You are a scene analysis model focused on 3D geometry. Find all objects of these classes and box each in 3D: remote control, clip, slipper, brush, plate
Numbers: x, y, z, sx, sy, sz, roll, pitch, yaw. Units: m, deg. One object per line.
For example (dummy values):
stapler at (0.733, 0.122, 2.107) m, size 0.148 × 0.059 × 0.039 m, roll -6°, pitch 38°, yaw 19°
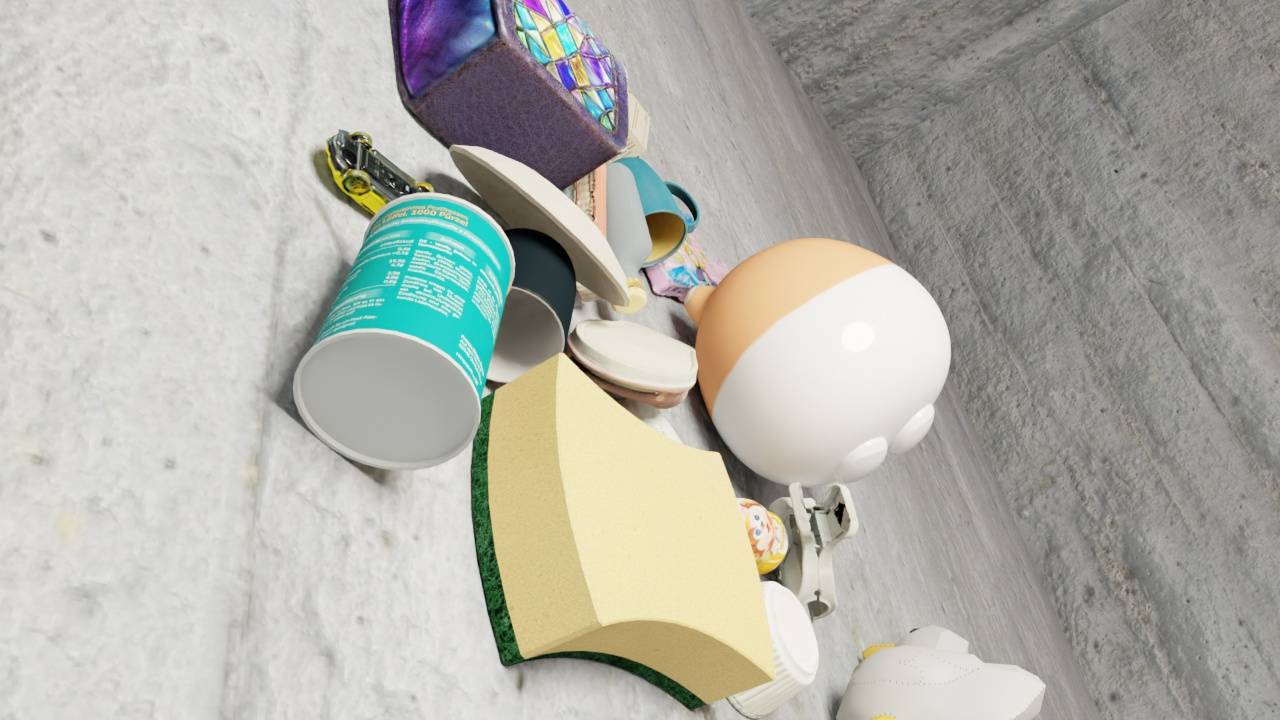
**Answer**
remote control at (0.016, 0.080, 0.832) m, size 0.114 × 0.028 × 0.060 m, roll 54°, pitch 23°, yaw -9°
clip at (0.168, 0.183, 0.912) m, size 0.081 × 0.148 × 0.124 m, roll 5°, pitch 44°, yaw -14°
slipper at (-0.005, 0.005, 0.799) m, size 0.114 × 0.054 × 0.274 m, roll 24°, pitch 8°, yaw 7°
brush at (-0.008, 0.131, 0.666) m, size 0.250 × 0.075 × 0.194 m, roll 35°, pitch 34°, yaw -46°
plate at (-0.074, -0.114, 0.741) m, size 0.189 × 0.027 × 0.189 m, roll 40°, pitch -6°, yaw 5°

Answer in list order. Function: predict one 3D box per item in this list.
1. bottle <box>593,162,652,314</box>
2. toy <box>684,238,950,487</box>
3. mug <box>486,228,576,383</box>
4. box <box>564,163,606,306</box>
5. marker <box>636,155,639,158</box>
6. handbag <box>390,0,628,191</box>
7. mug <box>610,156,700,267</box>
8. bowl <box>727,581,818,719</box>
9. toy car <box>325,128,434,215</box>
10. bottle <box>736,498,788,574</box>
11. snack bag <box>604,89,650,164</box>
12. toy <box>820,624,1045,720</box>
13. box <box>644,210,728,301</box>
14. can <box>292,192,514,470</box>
bottle at (-0.026, -0.120, 0.918) m, size 0.046 × 0.072 × 0.161 m, roll 34°, pitch 34°, yaw -50°
toy at (0.184, -0.003, 0.997) m, size 0.280 × 0.262 × 0.266 m, roll 52°, pitch -25°, yaw 26°
mug at (-0.089, -0.030, 0.691) m, size 0.094 × 0.085 × 0.122 m, roll -84°, pitch 167°, yaw -54°
box at (-0.048, -0.138, 0.883) m, size 0.058 × 0.053 × 0.186 m, roll 17°, pitch 58°, yaw -32°
marker at (-0.021, -0.229, 1.116) m, size 0.025 × 0.025 × 0.125 m, roll 53°, pitch 24°, yaw -18°
handbag at (-0.117, -0.281, 0.850) m, size 0.204 × 0.126 × 0.221 m, roll 36°, pitch 36°, yaw -44°
mug at (0.010, -0.170, 1.020) m, size 0.112 × 0.085 × 0.104 m, roll -6°, pitch 53°, yaw -24°
bowl at (0.108, 0.242, 0.795) m, size 0.115 × 0.063 × 0.115 m, roll 46°, pitch 27°, yaw -32°
toy car at (-0.182, -0.121, 0.652) m, size 0.107 × 0.030 × 0.049 m, roll 41°, pitch 31°, yaw -43°
bottle at (0.091, 0.158, 0.855) m, size 0.108 × 0.063 × 0.063 m, roll 36°, pitch 33°, yaw -44°
snack bag at (-0.080, -0.318, 1.041) m, size 0.206 × 0.070 × 0.094 m, roll 48°, pitch 26°, yaw -27°
toy at (0.280, 0.339, 0.903) m, size 0.266 × 0.247 × 0.141 m, roll -25°, pitch 86°, yaw -45°
box at (0.048, -0.142, 1.157) m, size 0.230 × 0.035 × 0.159 m, roll 10°, pitch 53°, yaw -62°
can at (-0.134, -0.021, 0.548) m, size 0.099 × 0.099 × 0.143 m, roll 47°, pitch 27°, yaw -30°
